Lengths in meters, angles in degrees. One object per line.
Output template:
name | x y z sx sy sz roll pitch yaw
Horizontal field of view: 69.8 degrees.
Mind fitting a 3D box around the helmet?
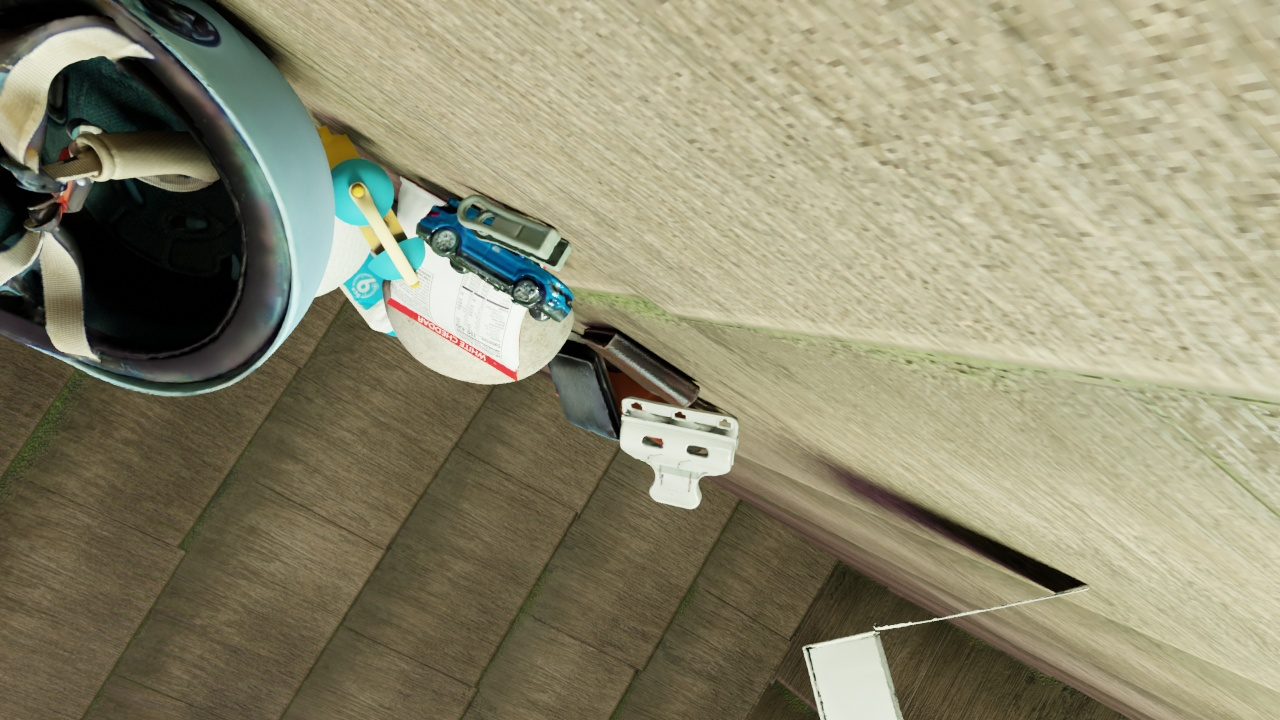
helmet | -0.280 -0.110 0.512 0.265 0.226 0.166 32 -148 2

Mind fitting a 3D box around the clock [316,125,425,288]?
clock | -0.190 -0.107 0.640 0.129 0.043 0.099 52 169 37

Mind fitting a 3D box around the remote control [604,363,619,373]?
remote control | -0.055 0.004 1.191 0.140 0.009 0.030 32 174 -11

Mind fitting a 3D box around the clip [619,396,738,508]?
clip | 0.041 0.096 0.990 0.125 0.075 0.144 13 141 13

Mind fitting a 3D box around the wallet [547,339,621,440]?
wallet | -0.064 0.034 1.042 0.089 0.026 0.115 14 129 48

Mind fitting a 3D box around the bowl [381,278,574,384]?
bowl | -0.153 -0.022 0.844 0.178 0.081 0.178 9 169 2

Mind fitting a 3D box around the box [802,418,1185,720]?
box | 0.279 0.224 0.751 0.172 0.380 0.167 47 -179 22

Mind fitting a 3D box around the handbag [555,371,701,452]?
handbag | -0.007 0.056 1.109 0.172 0.060 0.109 9 152 52

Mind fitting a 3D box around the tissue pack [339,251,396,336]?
tissue pack | -0.303 -0.108 0.978 0.209 0.066 0.117 53 175 4

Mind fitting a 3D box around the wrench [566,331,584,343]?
wrench | -0.152 -0.059 1.127 0.273 0.018 0.066 25 172 40

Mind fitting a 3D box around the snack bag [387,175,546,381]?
snack bag | -0.142 -0.058 0.720 0.131 0.039 0.144 30 139 6

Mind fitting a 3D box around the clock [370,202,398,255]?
clock | -0.210 -0.100 0.879 0.104 0.056 0.148 28 172 11

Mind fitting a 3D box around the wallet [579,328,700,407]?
wallet | -0.005 0.005 0.870 0.099 0.031 0.120 36 174 -17

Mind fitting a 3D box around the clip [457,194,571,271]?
clip | -0.079 -0.080 0.564 0.076 0.023 0.045 26 171 27

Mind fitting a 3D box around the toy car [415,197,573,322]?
toy car | -0.097 -0.069 0.627 0.120 0.043 0.056 33 175 11

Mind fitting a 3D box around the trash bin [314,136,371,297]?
trash bin | -0.293 -0.134 0.697 0.133 0.133 0.161 30 169 13
